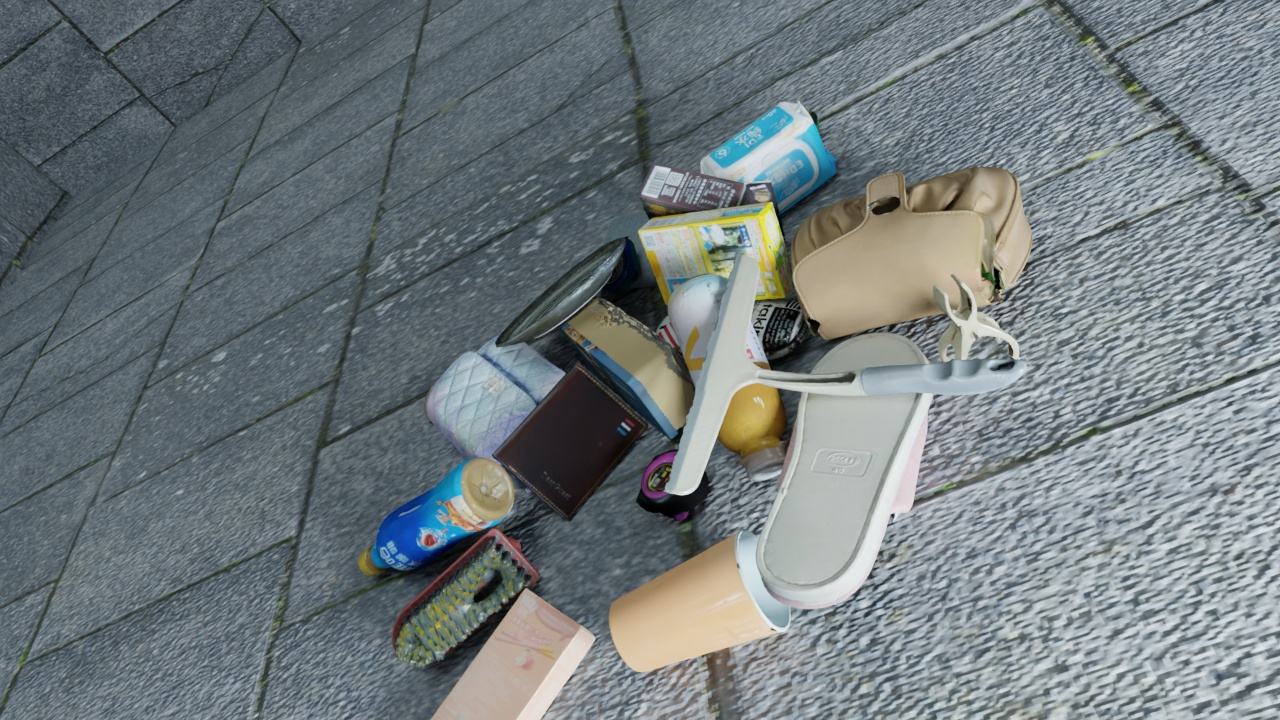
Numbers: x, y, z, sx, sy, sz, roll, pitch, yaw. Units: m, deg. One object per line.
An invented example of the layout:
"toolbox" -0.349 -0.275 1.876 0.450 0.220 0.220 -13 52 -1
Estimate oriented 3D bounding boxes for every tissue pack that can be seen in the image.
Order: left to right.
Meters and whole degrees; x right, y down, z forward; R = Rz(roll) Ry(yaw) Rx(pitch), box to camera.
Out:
"tissue pack" 0.137 -0.203 0.986 0.140 0.090 0.063 -35 38 4

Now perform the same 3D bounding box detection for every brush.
"brush" -0.166 0.221 0.840 0.146 0.063 0.069 -41 8 -1

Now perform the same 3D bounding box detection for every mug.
"mug" 0.041 0.186 0.693 0.123 0.078 0.078 -28 39 21

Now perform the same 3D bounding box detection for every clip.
"clip" 0.247 -0.015 0.716 0.093 0.103 0.035 -53 35 21

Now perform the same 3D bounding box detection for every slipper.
"slipper" 0.162 0.080 0.711 0.114 0.054 0.273 -3 40 31

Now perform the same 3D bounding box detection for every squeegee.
"squeegee" 0.167 0.012 0.714 0.247 0.039 0.245 0 52 26

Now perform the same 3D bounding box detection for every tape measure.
"tape measure" -0.024 -0.102 1.026 0.055 0.025 0.058 -35 51 35
"tape measure" 0.030 0.109 0.804 0.058 0.039 0.057 -8 47 40

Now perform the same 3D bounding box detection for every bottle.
"bottle" -0.210 0.163 0.898 0.219 0.065 0.065 -33 35 36
"bottle" 0.080 0.014 0.804 0.068 0.068 0.189 -27 62 15

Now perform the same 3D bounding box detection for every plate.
"plate" -0.080 -0.067 0.979 0.179 0.024 0.179 -38 13 10

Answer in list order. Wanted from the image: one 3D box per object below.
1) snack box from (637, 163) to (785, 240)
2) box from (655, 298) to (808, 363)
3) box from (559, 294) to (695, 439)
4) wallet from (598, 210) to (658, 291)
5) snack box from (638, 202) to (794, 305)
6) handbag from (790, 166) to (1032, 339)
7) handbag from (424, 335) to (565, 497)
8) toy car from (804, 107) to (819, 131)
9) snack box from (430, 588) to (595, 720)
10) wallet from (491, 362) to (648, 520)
"snack box" 0.074 -0.145 0.939 0.126 0.113 0.053 19 73 24
"box" 0.083 -0.032 0.889 0.165 0.057 0.070 -3 64 35
"box" -0.005 0.005 0.894 0.059 0.090 0.184 -41 34 -6
"wallet" 0.011 -0.129 1.058 0.130 0.037 0.106 -1 63 39
"snack box" 0.072 -0.100 0.881 0.141 0.087 0.033 0 34 40
"handbag" 0.227 -0.098 0.799 0.205 0.100 0.147 -13 39 29
"handbag" -0.142 0.050 0.971 0.134 0.075 0.194 -47 38 -10
"toy car" 0.164 -0.258 1.061 0.091 0.036 0.043 -19 41 26
"snack box" -0.113 0.275 0.765 0.084 0.026 0.157 18 65 47
"wallet" -0.066 0.077 0.878 0.122 0.096 0.020 -49 4 -12
